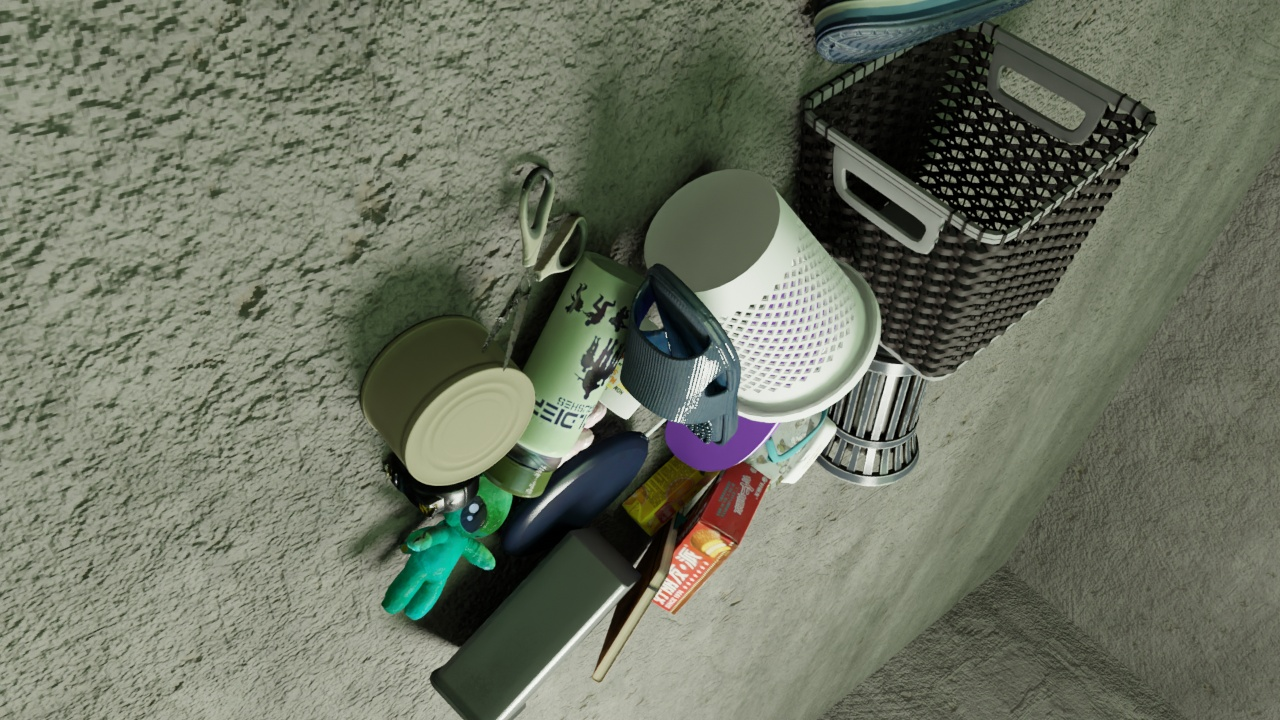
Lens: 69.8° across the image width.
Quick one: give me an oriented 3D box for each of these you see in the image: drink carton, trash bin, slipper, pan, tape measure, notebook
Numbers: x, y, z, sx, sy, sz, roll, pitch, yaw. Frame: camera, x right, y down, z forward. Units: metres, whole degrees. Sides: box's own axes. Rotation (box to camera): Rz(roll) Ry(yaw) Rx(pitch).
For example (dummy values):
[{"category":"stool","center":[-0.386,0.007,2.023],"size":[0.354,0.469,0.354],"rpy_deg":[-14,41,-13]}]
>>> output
[{"category":"drink carton","center":[0.044,0.163,1.185],"size":[0.134,0.043,0.058],"rpy_deg":[-42,149,-7]},{"category":"trash bin","center":[0.108,-0.070,0.889],"size":[0.195,0.195,0.199],"rpy_deg":[-46,138,-1]},{"category":"slipper","center":[0.033,0.021,0.822],"size":[0.082,0.101,0.264],"rpy_deg":[-40,151,-13]},{"category":"trash bin","center":[-0.112,0.305,1.062],"size":[0.220,0.097,0.192],"rpy_deg":[-47,170,-3]},{"category":"slipper","center":[0.185,0.047,1.140],"size":[0.098,0.054,0.269],"rpy_deg":[19,103,-12]},{"category":"trash bin","center":[0.327,0.037,1.275],"size":[0.164,0.164,0.228],"rpy_deg":[-28,140,-27]},{"category":"slipper","center":[0.144,0.021,1.076],"size":[0.267,0.107,0.083],"rpy_deg":[-55,160,25]},{"category":"pan","center":[-0.009,0.100,1.023],"size":[0.356,0.021,0.199],"rpy_deg":[-42,160,-1]},{"category":"tape measure","center":[-0.182,0.104,0.832],"size":[0.072,0.071,0.042],"rpy_deg":[-27,140,-38]},{"category":"notebook","center":[0.006,0.279,1.176],"size":[0.179,0.014,0.249],"rpy_deg":[-60,179,13]},{"category":"slipper","center":[0.262,-0.343,0.844],"size":[0.252,0.105,0.095],"rpy_deg":[-19,98,-17]}]

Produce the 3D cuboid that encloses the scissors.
[{"category":"scissors","center":[-0.083,-0.077,0.745],"size":[0.161,0.013,0.158],"rpy_deg":[-28,123,-57]}]

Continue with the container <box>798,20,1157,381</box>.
[{"category":"container","center":[0.325,-0.165,0.968],"size":[0.245,0.247,0.244],"rpy_deg":[-34,149,-20]}]

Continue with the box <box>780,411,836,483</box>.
[{"category":"box","center":[0.169,0.086,1.208],"size":[0.108,0.128,0.136],"rpy_deg":[-53,157,7]}]

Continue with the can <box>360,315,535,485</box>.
[{"category":"can","center":[-0.160,0.035,0.775],"size":[0.127,0.073,0.128],"rpy_deg":[-30,144,-25]}]

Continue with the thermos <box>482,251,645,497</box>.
[{"category":"thermos","center":[-0.074,0.017,0.842],"size":[0.082,0.082,0.232],"rpy_deg":[8,115,-53]}]

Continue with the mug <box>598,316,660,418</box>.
[{"category":"mug","center":[-0.006,0.005,0.924],"size":[0.089,0.073,0.105],"rpy_deg":[-49,148,4]}]

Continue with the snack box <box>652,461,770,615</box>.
[{"category":"snack box","center":[0.080,0.233,1.195],"size":[0.112,0.060,0.237],"rpy_deg":[-56,176,-40]}]

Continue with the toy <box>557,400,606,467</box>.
[{"category":"toy","center":[-0.080,0.079,0.926],"size":[0.110,0.047,0.063],"rpy_deg":[-31,-166,35]}]

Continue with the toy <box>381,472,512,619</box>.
[{"category":"toy","center":[-0.185,0.167,0.905],"size":[0.193,0.072,0.130],"rpy_deg":[-54,150,-5]}]
